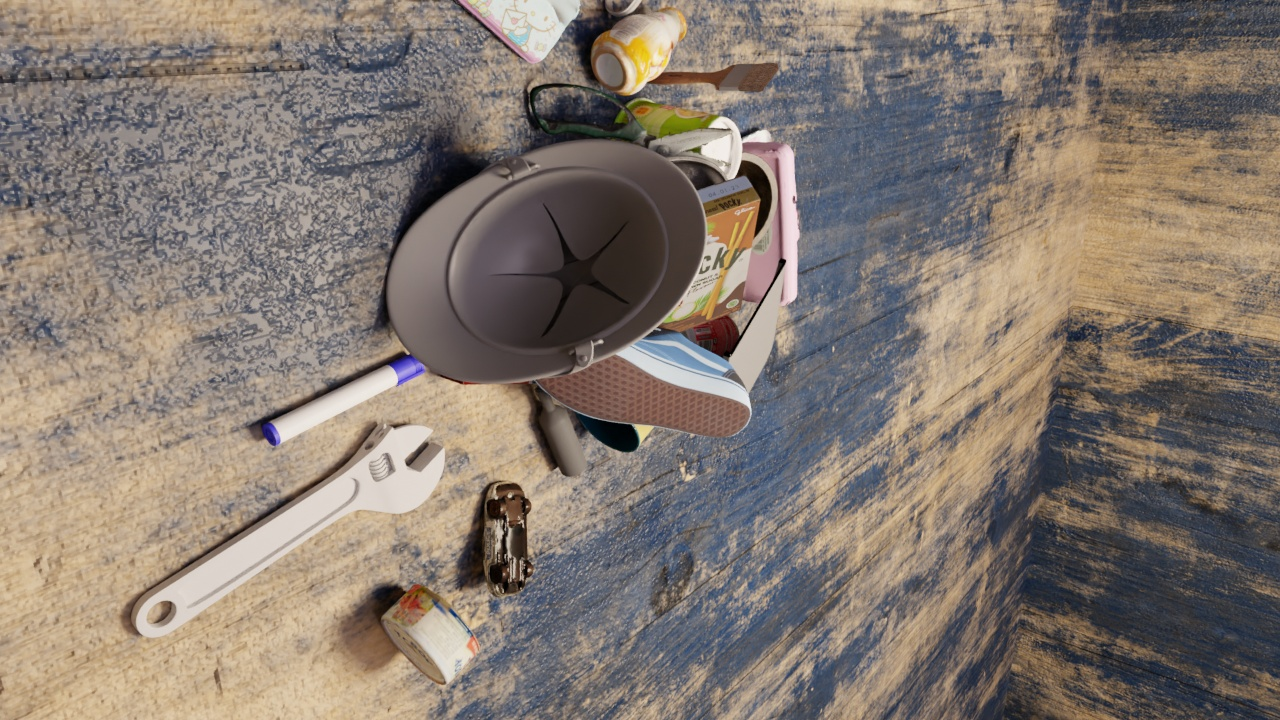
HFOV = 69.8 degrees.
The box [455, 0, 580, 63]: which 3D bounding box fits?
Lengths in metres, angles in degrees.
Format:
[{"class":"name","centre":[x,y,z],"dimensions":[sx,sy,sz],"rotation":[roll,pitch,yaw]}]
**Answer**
[{"class":"box","centre":[-0.116,-0.354,0.738],"dimensions":[0.214,0.049,0.150],"rotation":[29,83,-52]}]

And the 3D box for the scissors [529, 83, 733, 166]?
[{"class":"scissors","centre":[-0.012,-0.213,0.852],"dimensions":[0.209,0.015,0.147],"rotation":[-18,111,-2]}]

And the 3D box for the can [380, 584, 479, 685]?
[{"class":"can","centre":[-0.189,0.246,0.825],"dimensions":[0.043,0.086,0.086],"rotation":[-43,134,-33]}]

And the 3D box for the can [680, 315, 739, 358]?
[{"class":"can","centre":[0.066,-0.025,1.072],"dimensions":[0.104,0.064,0.064],"rotation":[-8,109,-51]}]

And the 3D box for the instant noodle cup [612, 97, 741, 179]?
[{"class":"instant noodle cup","centre":[0.040,-0.215,0.932],"dimensions":[0.098,0.108,0.099],"rotation":[-21,117,-47]}]

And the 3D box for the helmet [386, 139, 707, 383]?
[{"class":"helmet","centre":[-0.072,-0.076,0.791],"dimensions":[0.117,0.271,0.183],"rotation":[19,51,-82]}]

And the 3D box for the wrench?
[{"class":"wrench","centre":[-0.270,0.136,0.740],"dimensions":[0.272,0.018,0.087],"rotation":[-37,131,-37]}]

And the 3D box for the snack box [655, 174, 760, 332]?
[{"class":"snack box","centre":[0.055,-0.094,0.898],"dimensions":[0.101,0.031,0.186],"rotation":[-20,153,-11]}]

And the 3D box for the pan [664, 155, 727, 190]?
[{"class":"pan","centre":[0.037,-0.102,0.970],"dimensions":[0.187,0.055,0.356],"rotation":[-32,153,12]}]

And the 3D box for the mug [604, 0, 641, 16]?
[{"class":"mug","centre":[0.001,-0.380,0.854],"dimensions":[0.084,0.071,0.113],"rotation":[-5,105,-51]}]

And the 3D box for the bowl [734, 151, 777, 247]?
[{"class":"bowl","centre":[0.091,-0.182,1.045],"dimensions":[0.121,0.056,0.121],"rotation":[-14,120,-26]}]

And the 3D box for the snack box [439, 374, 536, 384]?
[{"class":"snack box","centre":[-0.121,-0.006,0.865],"dimensions":[0.140,0.032,0.051],"rotation":[1,102,-52]}]

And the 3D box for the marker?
[{"class":"marker","centre":[-0.236,0.030,0.741],"dimensions":[0.141,0.020,0.020],"rotation":[-32,126,-42]}]

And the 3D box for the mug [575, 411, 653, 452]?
[{"class":"mug","centre":[-0.012,0.021,0.974],"dimensions":[0.107,0.083,0.114],"rotation":[-48,132,-30]}]

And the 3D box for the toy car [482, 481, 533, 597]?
[{"class":"toy car","centre":[-0.136,0.177,0.912],"dimensions":[0.048,0.041,0.112],"rotation":[7,79,-53]}]

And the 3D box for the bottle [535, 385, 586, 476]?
[{"class":"bottle","centre":[-0.085,0.070,0.941],"dimensions":[0.030,0.030,0.113],"rotation":[-46,135,-32]}]

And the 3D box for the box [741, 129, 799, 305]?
[{"class":"box","centre":[0.161,-0.177,1.132],"dimensions":[0.102,0.087,0.202],"rotation":[-45,135,-51]}]

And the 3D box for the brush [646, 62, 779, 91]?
[{"class":"brush","centre":[0.063,-0.279,0.908],"dimensions":[0.045,0.143,0.008],"rotation":[-57,142,-35]}]

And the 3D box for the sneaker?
[{"class":"sneaker","centre":[-0.005,0.005,0.910],"dimensions":[0.241,0.098,0.084],"rotation":[17,125,-24]}]

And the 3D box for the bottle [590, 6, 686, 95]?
[{"class":"bottle","centre":[0.002,-0.305,0.889],"dimensions":[0.108,0.063,0.063],"rotation":[-47,135,-33]}]

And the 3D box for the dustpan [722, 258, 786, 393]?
[{"class":"dustpan","centre":[0.120,0.016,1.117],"dimensions":[0.162,0.033,0.258],"rotation":[-56,158,-34]}]
